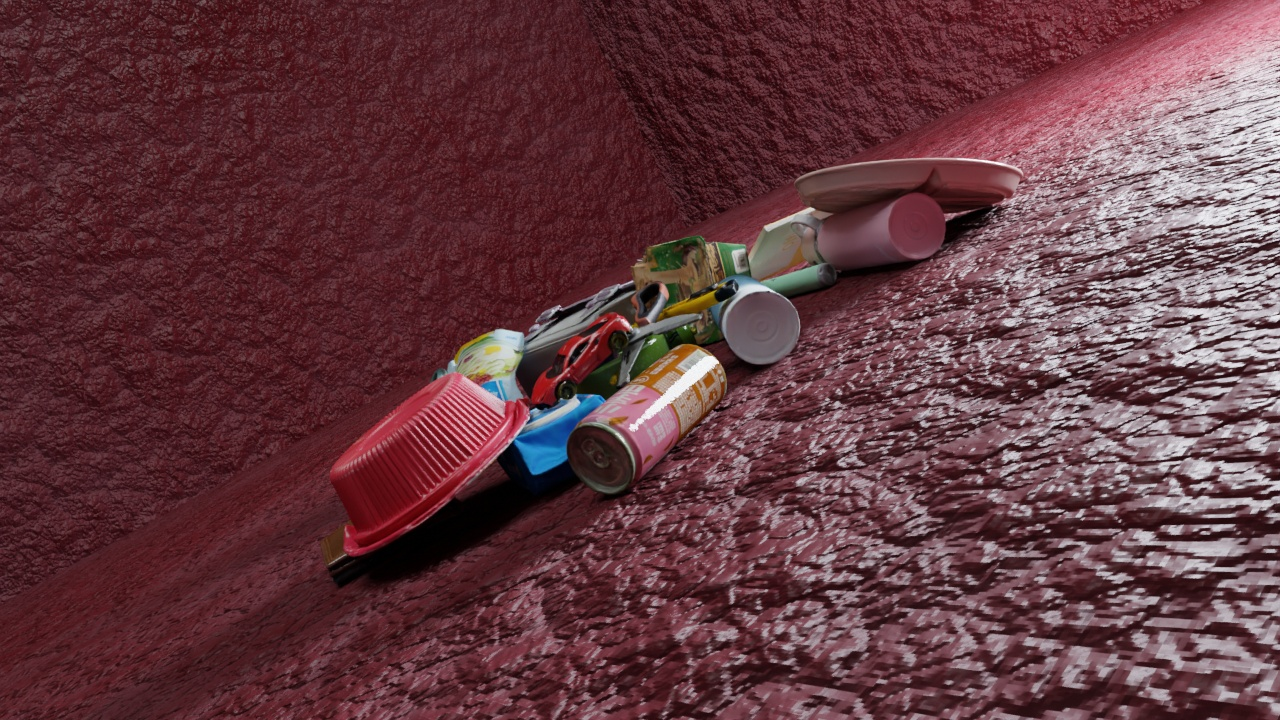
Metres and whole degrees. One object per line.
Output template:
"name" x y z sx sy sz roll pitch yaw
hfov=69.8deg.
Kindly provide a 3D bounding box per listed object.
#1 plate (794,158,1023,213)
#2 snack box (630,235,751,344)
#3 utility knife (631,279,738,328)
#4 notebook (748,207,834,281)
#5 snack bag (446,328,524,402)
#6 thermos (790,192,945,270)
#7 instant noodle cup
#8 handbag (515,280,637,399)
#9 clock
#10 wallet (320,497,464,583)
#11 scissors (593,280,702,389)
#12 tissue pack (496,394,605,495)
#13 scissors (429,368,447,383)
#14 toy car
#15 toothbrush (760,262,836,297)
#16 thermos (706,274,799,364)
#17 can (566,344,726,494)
"plate" 0.279 -0.178 0.967 0.229 0.028 0.229 0 1 0
"snack box" 0.072 -0.085 1.056 0.118 0.118 0.105 -6 10 44
"utility knife" 0.035 -0.047 0.848 0.155 0.015 0.033 -21 13 49
"notebook" 0.215 -0.158 1.139 0.206 0.010 0.146 -25 -19 -22
"snack bag" -0.186 0.041 1.086 0.110 0.039 0.190 -16 39 7
"thermos" 0.230 -0.137 0.973 0.067 0.087 0.199 -59 16 -6
"instant noodle cup" -0.183 0.073 0.758 0.194 0.066 0.193 -34 13 9
"handbag" -0.058 -0.033 1.146 0.198 0.098 0.144 -17 17 46
"clock" -0.005 0.005 0.924 0.116 0.056 0.160 -16 14 46
"wallet" -0.224 0.149 0.816 0.124 0.032 0.101 -30 12 -19
"scissors" -0.009 -0.023 0.823 0.223 0.015 0.188 -19 24 49
"tissue pack" -0.072 0.065 0.777 0.094 0.052 0.157 -29 9 -16
"scissors" -0.257 0.078 1.089 0.178 0.019 0.173 -70 16 -3
"toy car" -0.053 0.000 0.778 0.106 0.031 0.049 -46 19 -11
"toothbrush" 0.146 -0.081 1.081 0.027 0.026 0.225 -54 20 -24
"thermos" 0.104 -0.045 0.876 0.070 0.070 0.220 -26 8 5
"can" 0.008 0.040 0.675 0.058 0.058 0.146 -20 11 38
